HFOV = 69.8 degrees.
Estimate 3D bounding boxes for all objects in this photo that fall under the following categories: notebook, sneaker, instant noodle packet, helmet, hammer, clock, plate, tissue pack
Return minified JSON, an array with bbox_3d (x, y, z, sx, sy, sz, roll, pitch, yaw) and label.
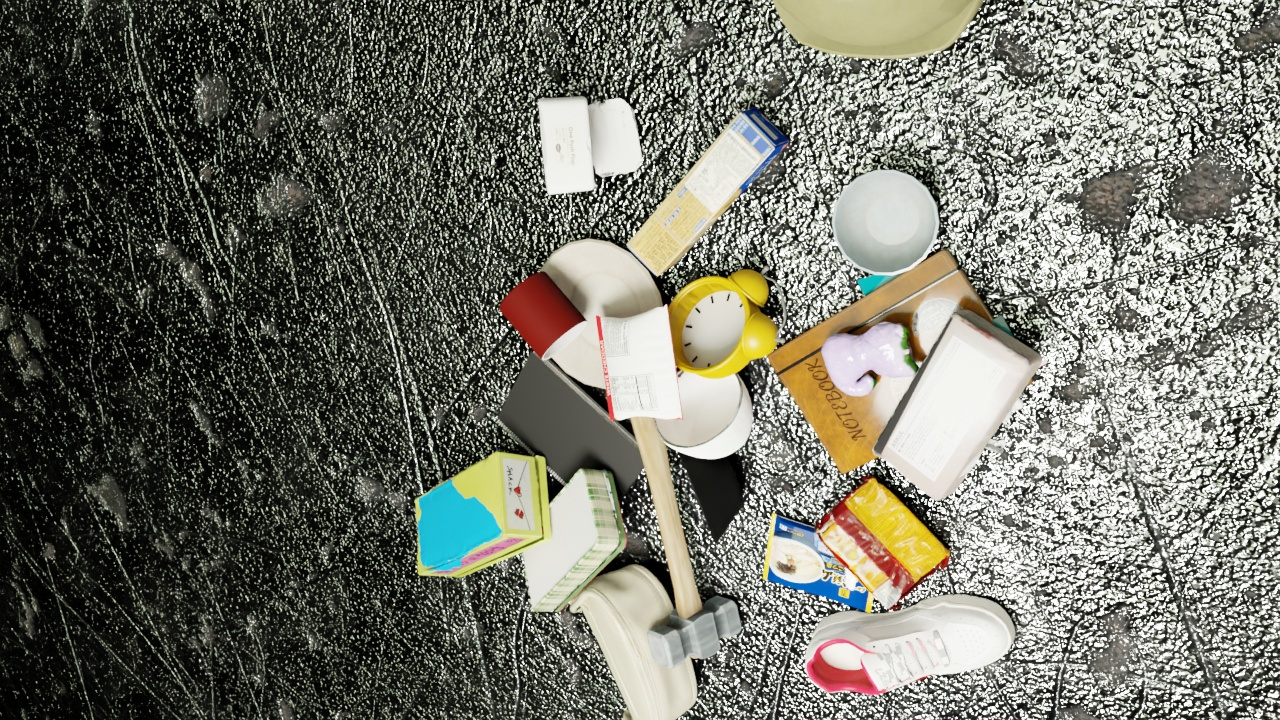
[{"bbox_3d":[0.273,-0.003,0.987,0.250,0.014,0.178,-34,89,33],"label":"notebook"},{"bbox_3d":[0.295,0.333,1.034,0.237,0.104,0.090,-15,99,32],"label":"sneaker"},{"bbox_3d":[0.271,0.206,1.032,0.099,0.039,0.135,-46,82,11],"label":"instant noodle packet"},{"bbox_3d":[0.200,-0.370,0.748,0.251,0.255,0.233,13,109,27],"label":"helmet"},{"bbox_3d":[0.039,0.213,1.137,0.051,0.117,0.323,-2,103,57],"label":"hammer"},{"bbox_3d":[0.094,-0.041,1.034,0.152,0.052,0.113,-22,64,29],"label":"clock"},{"bbox_3d":[-0.049,-0.059,1.142,0.189,0.027,0.189,10,111,27],"label":"plate"},{"bbox_3d":[0.215,0.240,1.094,0.134,0.026,0.087,12,105,26],"label":"instant noodle packet"},{"bbox_3d":[0.326,0.049,0.934,0.104,0.071,0.182,39,120,30],"label":"tissue pack"},{"bbox_3d":[-0.093,0.102,1.215,0.206,0.016,0.149,42,131,11],"label":"notebook"}]

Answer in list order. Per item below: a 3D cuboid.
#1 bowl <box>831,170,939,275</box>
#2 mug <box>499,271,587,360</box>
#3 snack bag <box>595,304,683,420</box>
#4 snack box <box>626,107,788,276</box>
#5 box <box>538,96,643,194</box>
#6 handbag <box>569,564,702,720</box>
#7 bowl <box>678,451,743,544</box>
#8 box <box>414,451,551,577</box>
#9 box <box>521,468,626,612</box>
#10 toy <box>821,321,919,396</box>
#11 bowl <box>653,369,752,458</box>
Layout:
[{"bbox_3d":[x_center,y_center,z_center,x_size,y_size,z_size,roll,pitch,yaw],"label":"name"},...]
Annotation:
[{"bbox_3d":[0.253,-0.143,0.936,0.106,0.039,0.106,10,111,27],"label":"bowl"},{"bbox_3d":[-0.123,-0.049,1.135,0.082,0.073,0.106,49,152,6],"label":"mug"},{"bbox_3d":[-0.006,0.007,1.070,0.144,0.039,0.131,-5,94,54],"label":"snack bag"},{"bbox_3d":[0.072,-0.185,1.015,0.056,0.057,0.207,47,122,4],"label":"snack box"},{"bbox_3d":[-0.050,-0.250,1.055,0.130,0.103,0.110,-3,104,-5],"label":"box"},{"bbox_3d":[0.005,0.382,1.241,0.184,0.131,0.229,-23,91,58],"label":"handbag"},{"bbox_3d":[0.091,0.154,1.105,0.052,0.124,0.124,-21,96,0],"label":"bowl"},{"bbox_3d":[-0.223,0.217,1.267,0.222,0.082,0.124,-33,56,40],"label":"box"},{"bbox_3d":[-0.092,0.239,1.204,0.206,0.050,0.117,-53,41,39],"label":"box"},{"bbox_3d":[0.244,0.000,0.973,0.100,0.036,0.080,-9,112,36],"label":"toy"},{"bbox_3d":[0.080,0.064,1.066,0.117,0.116,0.065,-10,145,32],"label":"bowl"}]
